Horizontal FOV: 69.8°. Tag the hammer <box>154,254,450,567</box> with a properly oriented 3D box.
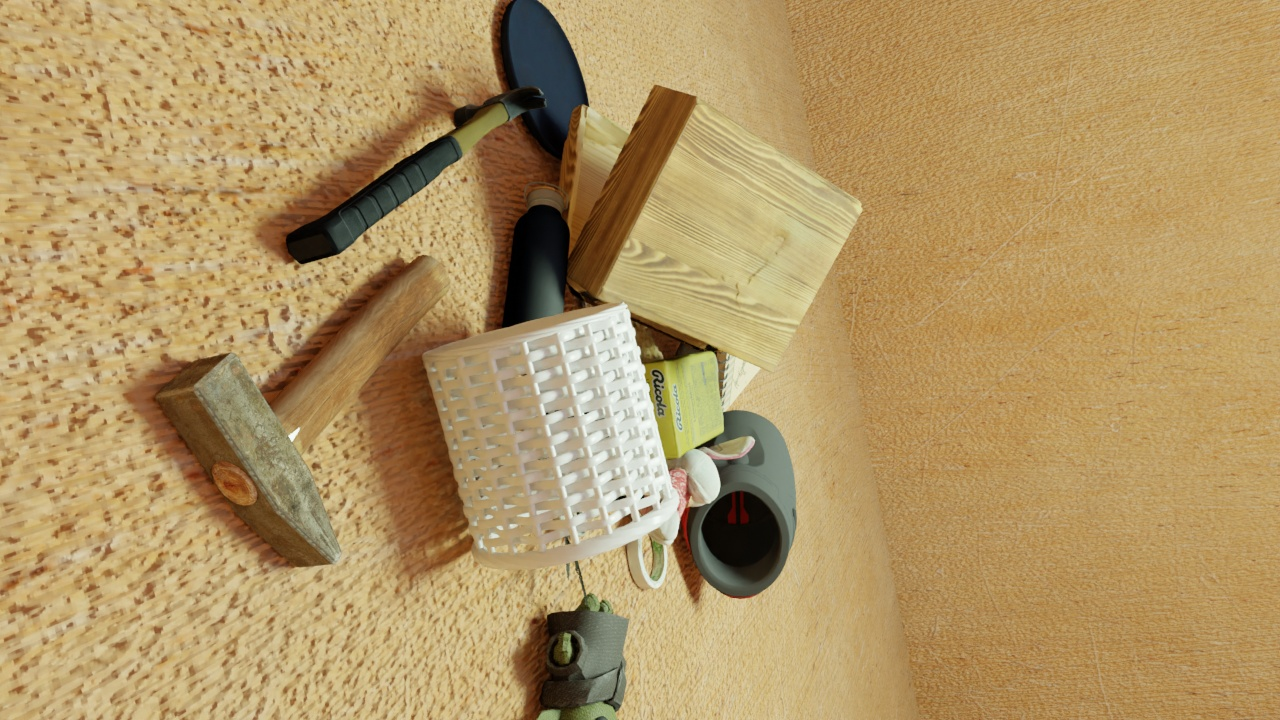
[{"bbox_3d":[-0.216,0.005,0.696,0.299,0.037,0.158,-66,141,-54],"label":"hammer"}]

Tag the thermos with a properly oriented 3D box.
[{"bbox_3d":[-0.109,-0.098,0.976,0.061,0.061,0.230,48,38,-53],"label":"thermos"}]

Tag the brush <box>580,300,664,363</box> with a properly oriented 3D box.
[{"bbox_3d":[-0.007,0.007,1.189,0.083,0.057,0.271,-64,138,-52],"label":"brush"}]

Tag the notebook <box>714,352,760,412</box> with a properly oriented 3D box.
[{"bbox_3d":[0.153,-0.035,1.366,0.167,0.024,0.226,-45,149,-41],"label":"notebook"}]

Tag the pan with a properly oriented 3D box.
[{"bbox_3d":[-0.092,-0.267,1.137,0.198,0.021,0.356,-45,120,-63],"label":"pan"}]

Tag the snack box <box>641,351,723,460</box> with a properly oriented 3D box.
[{"bbox_3d":[0.056,0.053,1.189,0.180,0.045,0.121,-14,96,-65],"label":"snack box"}]

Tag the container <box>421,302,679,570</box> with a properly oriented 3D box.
[{"bbox_3d":[-0.079,0.061,0.810,0.189,0.190,0.187,-30,108,-67],"label":"container"}]

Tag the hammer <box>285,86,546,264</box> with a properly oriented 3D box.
[{"bbox_3d":[-0.181,-0.171,0.788,0.025,0.118,0.331,66,31,-25],"label":"hammer"}]

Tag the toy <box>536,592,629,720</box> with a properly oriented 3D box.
[{"bbox_3d":[-0.053,0.313,0.909,0.179,0.078,0.152,49,38,-57],"label":"toy"}]

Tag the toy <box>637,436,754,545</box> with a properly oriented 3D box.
[{"bbox_3d":[0.058,0.161,1.186,0.084,0.159,0.193,56,33,-9],"label":"toy"}]

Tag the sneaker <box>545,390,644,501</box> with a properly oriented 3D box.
[{"bbox_3d":[-0.051,0.066,1.033,0.240,0.089,0.124,67,19,-50],"label":"sneaker"}]

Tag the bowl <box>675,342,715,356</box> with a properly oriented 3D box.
[{"bbox_3d":[0.098,-0.001,1.400,0.144,0.067,0.145,-46,150,-38],"label":"bowl"}]

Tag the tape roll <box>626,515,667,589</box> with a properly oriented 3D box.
[{"bbox_3d":[0.009,0.246,1.177,0.093,0.018,0.094,-10,90,-68],"label":"tape roll"}]

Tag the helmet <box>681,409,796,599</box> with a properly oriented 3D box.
[{"bbox_3d":[0.142,0.193,1.332,0.169,0.164,0.265,-78,165,-68],"label":"helmet"}]

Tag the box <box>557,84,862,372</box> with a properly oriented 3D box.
[{"bbox_3d":[0.040,-0.149,1.100,0.279,0.264,0.269,21,99,-38],"label":"box"}]

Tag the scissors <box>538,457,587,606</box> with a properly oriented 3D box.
[{"bbox_3d":[-0.078,0.169,0.947,0.157,0.012,0.168,8,59,-82],"label":"scissors"}]
